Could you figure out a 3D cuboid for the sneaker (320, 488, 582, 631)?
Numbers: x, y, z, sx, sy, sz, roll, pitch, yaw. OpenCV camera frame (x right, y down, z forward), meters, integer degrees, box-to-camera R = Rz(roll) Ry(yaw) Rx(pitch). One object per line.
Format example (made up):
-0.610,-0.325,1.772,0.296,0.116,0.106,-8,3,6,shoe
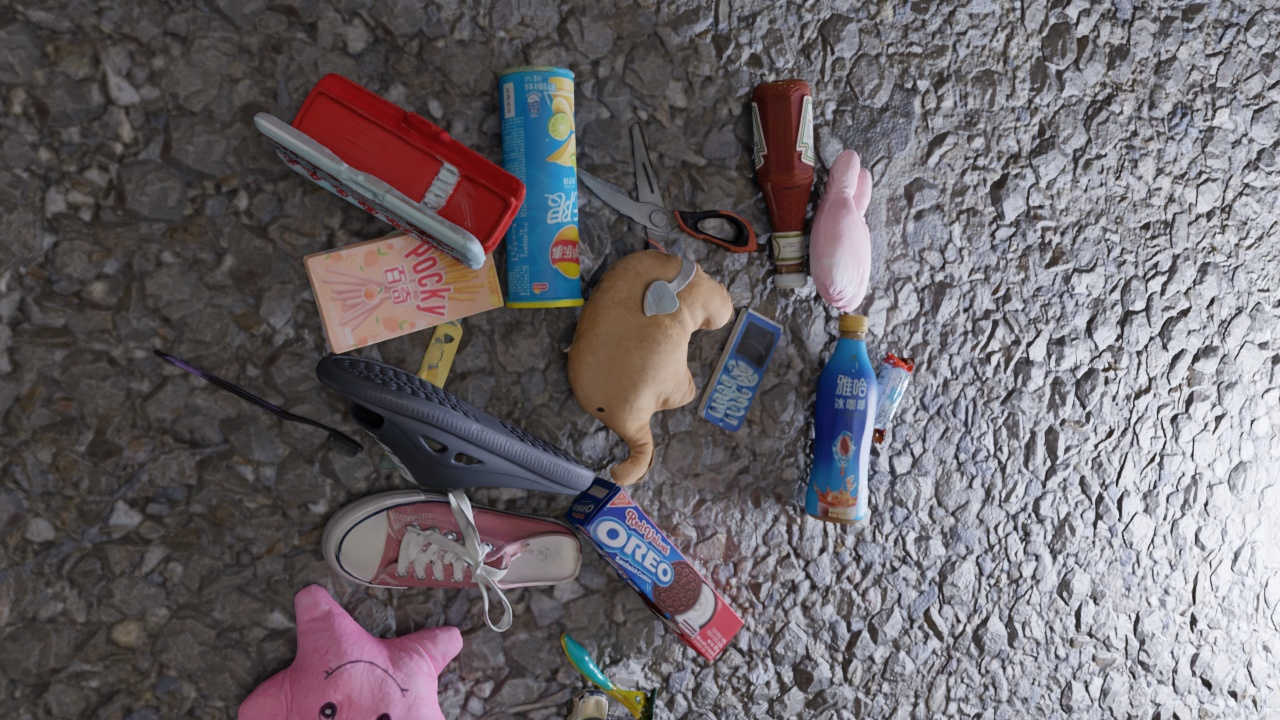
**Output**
-0.159,0.172,0.825,0.240,0.088,0.118,10,91,-23,sneaker

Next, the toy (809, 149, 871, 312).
0.211,-0.131,0.948,0.121,0.054,0.159,27,70,-59,toy

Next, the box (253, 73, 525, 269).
-0.198,-0.162,0.747,0.201,0.100,0.094,30,84,-3,box

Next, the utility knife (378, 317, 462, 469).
-0.195,0.018,0.840,0.031,0.019,0.178,22,82,-27,utility knife

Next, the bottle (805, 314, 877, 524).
0.216,0.061,0.974,0.065,0.065,0.218,3,93,-22,bottle

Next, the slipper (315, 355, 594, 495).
-0.161,0.079,0.797,0.268,0.111,0.083,28,89,-32,slipper

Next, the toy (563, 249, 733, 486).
-0.005,0.005,0.874,0.143,0.082,0.226,19,103,-12,toy

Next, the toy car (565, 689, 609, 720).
-0.055,0.374,0.912,0.042,0.035,0.090,12,87,-24,toy car

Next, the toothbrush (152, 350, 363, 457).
-0.327,0.039,0.789,0.189,0.014,0.017,30,96,-21,toothbrush

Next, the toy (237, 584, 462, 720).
-0.243,0.305,0.804,0.194,0.075,0.178,23,72,-12,toy

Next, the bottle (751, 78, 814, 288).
0.148,-0.177,0.932,0.059,0.060,0.206,-9,102,-21,bottle

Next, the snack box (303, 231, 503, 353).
-0.204,-0.069,0.803,0.157,0.026,0.084,-18,107,-23,snack box

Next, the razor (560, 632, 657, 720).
-0.035,0.315,0.918,0.028,0.043,0.132,-37,109,29,razor

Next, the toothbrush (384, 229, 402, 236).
-0.205,-0.114,0.820,0.189,0.020,0.029,-30,143,-18,toothbrush

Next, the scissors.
0.026,-0.123,0.912,0.225,0.015,0.189,18,88,-21,scissors

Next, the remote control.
0.102,0.009,0.947,0.049,0.024,0.125,26,86,-21,remote control

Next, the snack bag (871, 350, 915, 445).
0.272,0.040,1.015,0.045,0.026,0.105,25,86,-30,snack bag

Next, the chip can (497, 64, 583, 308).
-0.090,-0.153,0.833,0.071,0.071,0.210,-3,95,-21,chip can

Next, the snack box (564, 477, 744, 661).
0.014,0.208,0.913,0.057,0.058,0.207,-45,108,-15,snack box
